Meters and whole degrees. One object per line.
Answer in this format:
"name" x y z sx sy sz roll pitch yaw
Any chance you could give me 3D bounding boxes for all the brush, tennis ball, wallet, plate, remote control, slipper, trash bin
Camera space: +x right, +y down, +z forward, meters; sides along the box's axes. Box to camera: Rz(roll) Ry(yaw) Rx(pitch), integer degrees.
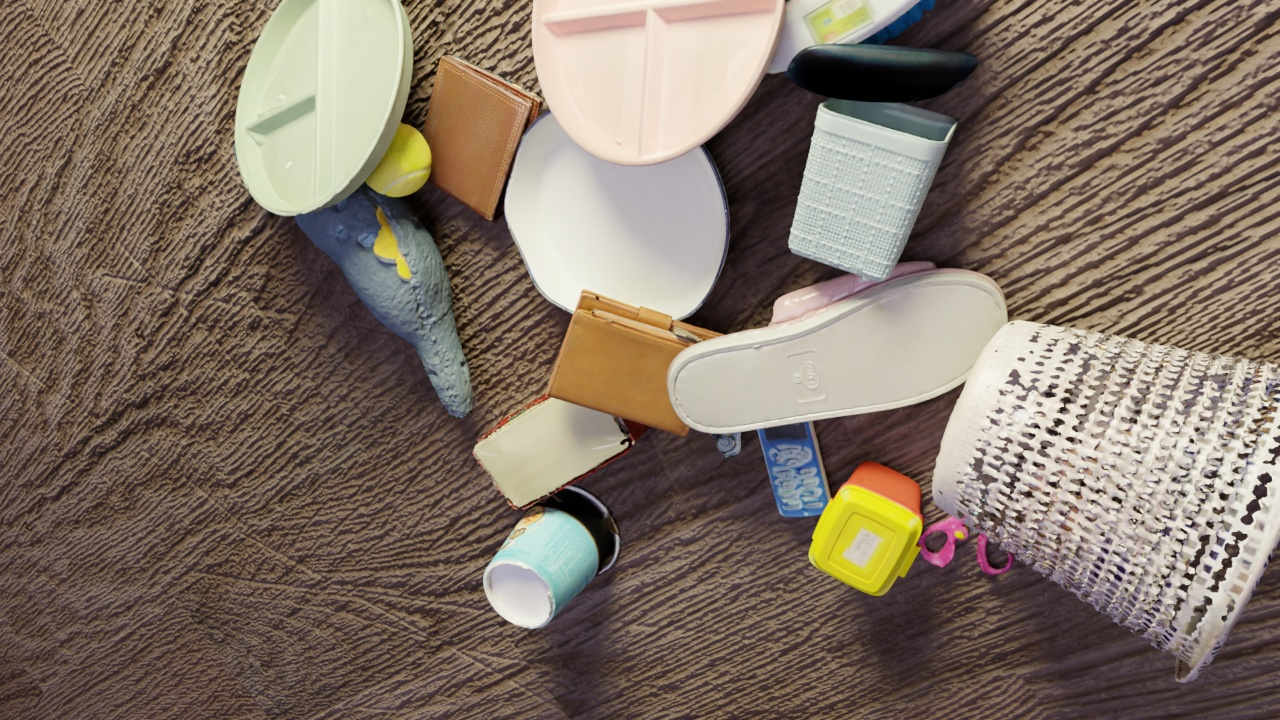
"brush" 0.203 -0.264 0.585 0.315 0.109 0.060 -22 99 31
"tennis ball" -0.219 -0.179 0.815 0.065 0.065 0.065 10 115 21
"wallet" -0.005 0.005 0.788 0.131 0.031 0.108 16 120 -9
"wallet" -0.149 -0.198 0.824 0.101 0.032 0.125 31 121 14
"plate" -0.281 -0.237 0.810 0.231 0.027 0.230 -6 79 33
"plate" -0.016 -0.126 0.784 0.205 0.045 0.205 9 114 21
"remote control" 0.134 0.078 0.815 0.049 0.024 0.125 -9 104 27
"slipper" 0.153 -0.008 0.741 0.275 0.054 0.114 -17 113 15
"remote control" 0.169 -0.196 0.634 0.136 0.053 0.024 -2 77 -13
"plate" 0.010 -0.257 0.669 0.230 0.028 0.229 4 96 39
"trash bin" 0.320 0.072 0.632 0.192 0.226 0.228 24 120 28

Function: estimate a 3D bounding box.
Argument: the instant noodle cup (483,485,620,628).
"instant noodle cup" -0.093 0.200 0.916 0.111 0.120 0.111 10 115 21

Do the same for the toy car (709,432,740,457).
"toy car" 0.077 0.042 0.817 0.034 0.043 0.091 -8 106 -8

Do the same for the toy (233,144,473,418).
"toy" -0.258 -0.102 0.881 0.356 0.091 0.138 52 134 -1

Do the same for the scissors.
"scissors" 0.290 0.125 0.771 0.093 0.017 0.138 24 116 15

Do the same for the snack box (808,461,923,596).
"snack box" 0.197 0.139 0.780 0.082 0.079 0.091 26 120 13

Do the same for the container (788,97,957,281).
"container" 0.167 -0.128 0.676 0.090 0.089 0.112 21 123 15

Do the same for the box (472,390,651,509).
"box" -0.080 0.073 0.881 0.169 0.076 0.091 -32 96 31
